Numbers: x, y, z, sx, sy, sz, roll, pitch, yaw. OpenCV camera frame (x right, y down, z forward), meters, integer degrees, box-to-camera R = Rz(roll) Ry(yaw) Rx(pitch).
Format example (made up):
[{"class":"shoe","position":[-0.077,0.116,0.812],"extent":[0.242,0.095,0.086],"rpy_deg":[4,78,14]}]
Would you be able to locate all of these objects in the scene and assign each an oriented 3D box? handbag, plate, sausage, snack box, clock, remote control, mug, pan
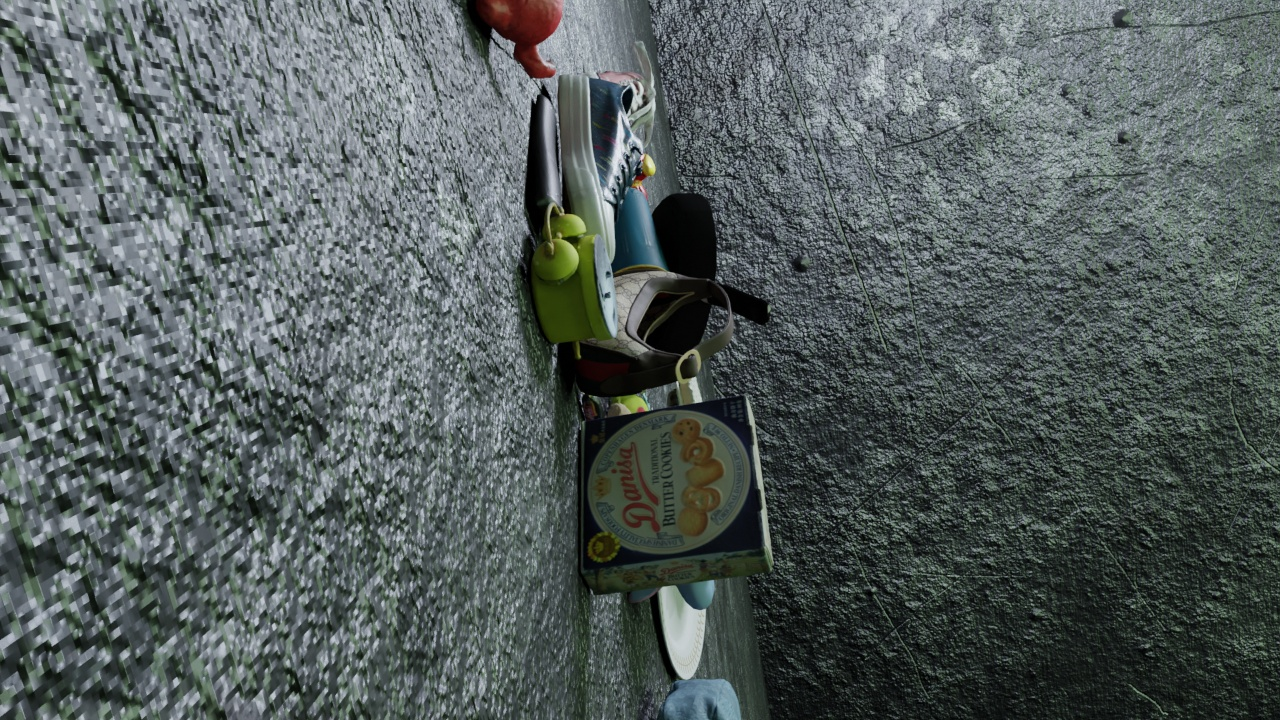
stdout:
[{"class":"handbag","position":[0.075,0.403,0.867],"extent":[0.121,0.119,0.192],"rpy_deg":[35,52,-80]},{"class":"plate","position":[0.046,0.263,1.121],"extent":[0.242,0.016,0.242],"rpy_deg":[-5,89,-75]},{"class":"sausage","position":[-0.031,0.086,0.825],"extent":[0.020,0.020,0.155],"rpy_deg":[-85,164,-62]},{"class":"handbag","position":[0.009,-0.026,0.788],"extent":[0.166,0.138,0.063],"rpy_deg":[-67,147,-57]},{"class":"snack box","position":[0.025,0.106,0.736],"extent":[0.043,0.145,0.144],"rpy_deg":[69,14,-49]},{"class":"clock","position":[-0.051,-0.065,0.706],"extent":[0.083,0.057,0.119],"rpy_deg":[-86,166,-56]},{"class":"remote control","position":[-0.078,-0.168,0.771],"extent":[0.041,0.020,0.151],"rpy_deg":[72,9,-49]},{"class":"mug","position":[-0.013,-0.132,1.040],"extent":[0.078,0.078,0.121],"rpy_deg":[68,10,-59]},{"class":"pan","position":[0.058,-0.083,1.025],"extent":[0.355,0.044,0.204],"rpy_deg":[-139,-125,-71]}]

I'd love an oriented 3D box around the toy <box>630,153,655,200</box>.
[{"class":"toy","position":[-0.014,-0.202,1.160],"extent":[0.105,0.067,0.137],"rpy_deg":[39,51,-89]}]

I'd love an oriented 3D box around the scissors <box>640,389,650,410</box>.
[{"class":"scissors","position":[-0.011,-0.007,0.988],"extent":[0.170,0.014,0.168],"rpy_deg":[71,-1,-78]}]

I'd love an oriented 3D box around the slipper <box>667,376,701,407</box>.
[{"class":"slipper","position":[0.066,0.131,1.115],"extent":[0.114,0.054,0.273],"rpy_deg":[-80,160,-61]}]

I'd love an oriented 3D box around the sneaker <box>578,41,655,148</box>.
[{"class":"sneaker","position":[-0.025,-0.307,1.084],"extent":[0.240,0.088,0.118],"rpy_deg":[-84,163,-66]}]

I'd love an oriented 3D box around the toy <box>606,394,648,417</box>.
[{"class":"toy","position":[-0.011,0.076,0.896],"extent":[0.117,0.043,0.092],"rpy_deg":[-10,92,-81]}]

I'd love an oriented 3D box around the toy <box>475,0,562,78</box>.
[{"class":"toy","position":[-0.072,-0.269,0.662],"extent":[0.088,0.094,0.133],"rpy_deg":[-86,167,-60]}]

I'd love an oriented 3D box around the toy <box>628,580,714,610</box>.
[{"class":"toy","position":[0.054,0.186,0.960],"extent":[0.222,0.120,0.171],"rpy_deg":[60,16,-55]}]

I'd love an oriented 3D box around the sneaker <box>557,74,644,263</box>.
[{"class":"sneaker","position":[-0.033,-0.170,0.830],"extent":[0.088,0.079,0.235],"rpy_deg":[95,-9,-54]}]
